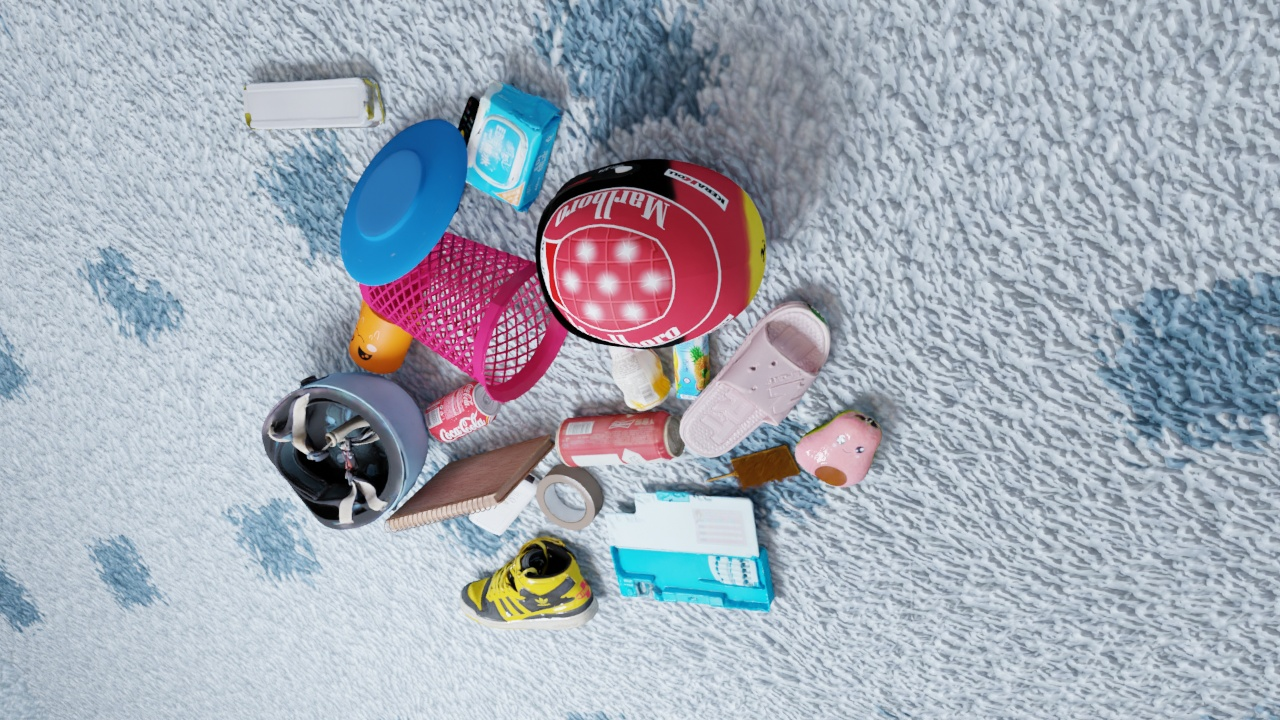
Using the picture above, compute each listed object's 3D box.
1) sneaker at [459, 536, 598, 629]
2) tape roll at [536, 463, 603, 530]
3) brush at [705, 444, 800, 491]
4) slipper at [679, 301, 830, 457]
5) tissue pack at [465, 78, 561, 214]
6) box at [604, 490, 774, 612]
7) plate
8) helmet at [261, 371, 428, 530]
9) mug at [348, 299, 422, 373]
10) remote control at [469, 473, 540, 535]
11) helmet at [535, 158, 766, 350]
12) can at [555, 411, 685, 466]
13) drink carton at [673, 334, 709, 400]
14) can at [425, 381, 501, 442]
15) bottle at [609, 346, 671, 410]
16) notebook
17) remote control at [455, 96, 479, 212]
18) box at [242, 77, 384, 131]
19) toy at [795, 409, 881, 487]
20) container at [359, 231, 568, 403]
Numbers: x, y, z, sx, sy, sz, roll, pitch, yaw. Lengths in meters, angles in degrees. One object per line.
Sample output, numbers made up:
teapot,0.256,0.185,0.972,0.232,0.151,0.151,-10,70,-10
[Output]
sneaker,-0.187,0.335,1.392,0.239,0.085,0.122,-3,120,22
tape roll,-0.101,0.196,1.314,0.094,0.030,0.094,11,119,20
brush,0.139,0.144,1.180,0.127,0.017,0.048,-19,106,32
slipper,0.134,0.037,1.077,0.094,0.064,0.240,35,118,-12
tissue pack,-0.156,-0.254,1.088,0.093,0.061,0.145,30,125,9
box,0.061,0.257,1.263,0.227,0.039,0.182,-1,114,26
plate,-0.298,-0.198,1.114,0.225,0.224,0.024,-18,151,31
helmet,-0.410,0.111,1.333,0.266,0.166,0.225,-25,103,38
mug,-0.366,-0.054,1.293,0.112,0.077,0.096,55,131,29
remote control,-0.203,0.209,1.365,0.060,0.025,0.139,31,125,-12
helmet,-0.003,-0.115,0.986,0.271,0.224,0.198,3,112,23
can,-0.028,0.104,1.209,0.170,0.067,0.067,-6,112,28
drink carton,0.062,-0.015,1.119,0.039,0.044,0.129,7,120,22
can,-0.251,0.072,1.301,0.105,0.064,0.064,-26,102,33
bottle,-0.007,0.007,1.151,0.063,0.063,0.109,-17,107,31
notebook,-0.239,0.174,1.283,0.211,0.168,0.022,-18,106,31
remote control,-0.222,-0.252,1.140,0.041,0.020,0.152,59,137,41
box,-0.427,-0.334,1.198,0.210,0.044,0.066,5,104,24
toy,0.239,0.101,1.089,0.090,0.051,0.110,31,124,6
container,-0.227,-0.078,1.156,0.226,0.182,0.184,26,124,20
